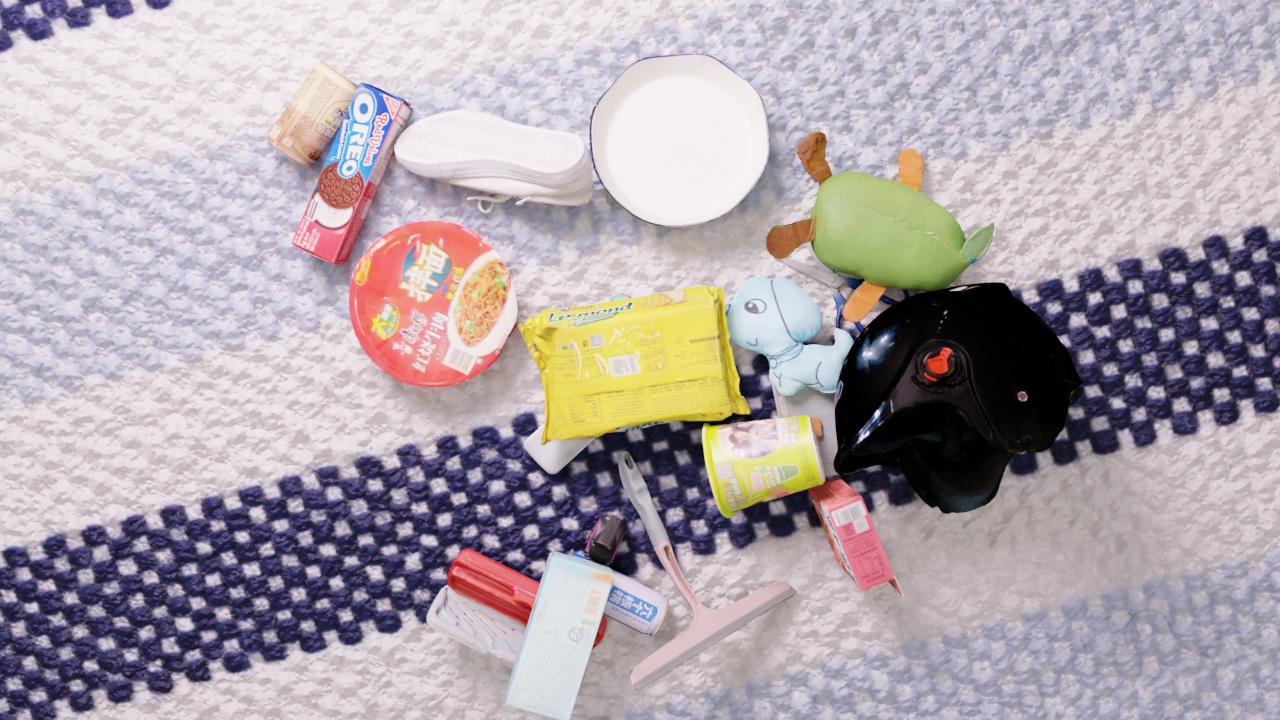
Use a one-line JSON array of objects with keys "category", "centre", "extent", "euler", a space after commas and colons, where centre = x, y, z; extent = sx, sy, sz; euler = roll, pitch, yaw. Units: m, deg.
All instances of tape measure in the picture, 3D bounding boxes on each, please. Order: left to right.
[{"category": "tape measure", "centre": [-0.043, 0.214, 1.100], "extent": [0.039, 0.058, 0.056], "euler": [24, 50, 4]}]

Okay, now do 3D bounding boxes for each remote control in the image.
[{"category": "remote control", "centre": [-0.076, 0.076, 1.109], "extent": [0.136, 0.020, 0.056], "euler": [-43, 93, 3]}]

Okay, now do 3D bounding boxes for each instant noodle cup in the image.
[{"category": "instant noodle cup", "centre": [-0.238, -0.065, 1.078], "extent": [0.194, 0.066, 0.194], "euler": [0, 93, 1]}, {"category": "instant noodle cup", "centre": [0.145, 0.114, 1.054], "extent": [0.123, 0.111, 0.111], "euler": [-13, 94, 13]}]

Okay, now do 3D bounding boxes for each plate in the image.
[{"category": "plate", "centre": [0.045, -0.251, 1.061], "extent": [0.205, 0.045, 0.204], "euler": [0, 85, 2]}]

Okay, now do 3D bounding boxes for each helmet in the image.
[{"category": "helmet", "centre": [0.330, 0.035, 1.001], "extent": [0.274, 0.234, 0.230], "euler": [-10, 64, -3]}]

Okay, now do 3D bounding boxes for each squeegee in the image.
[{"category": "squeegee", "centre": [0.031, 0.223, 1.096], "extent": [0.247, 0.040, 0.249], "euler": [-21, 76, -31]}]

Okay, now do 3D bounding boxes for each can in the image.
[{"category": "can", "centre": [-0.378, -0.285, 1.065], "extent": [0.058, 0.058, 0.116], "euler": [35, 94, -2]}, {"category": "can", "centre": [-0.035, 0.282, 1.108], "extent": [0.134, 0.053, 0.053], "euler": [27, 94, -2]}]

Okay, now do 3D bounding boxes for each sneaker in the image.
[{"category": "sneaker", "centre": [-0.165, -0.224, 1.066], "extent": [0.242, 0.091, 0.089], "euler": [11, 64, 17]}]

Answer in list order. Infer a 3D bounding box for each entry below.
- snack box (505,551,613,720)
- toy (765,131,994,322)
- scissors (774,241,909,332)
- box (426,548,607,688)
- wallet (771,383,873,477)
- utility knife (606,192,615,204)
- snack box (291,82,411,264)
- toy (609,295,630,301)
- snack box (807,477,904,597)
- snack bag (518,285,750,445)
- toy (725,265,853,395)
[{"category": "snack box", "centre": [-0.092, 0.311, 1.039], "extent": [0.074, 0.052, 0.174], "euler": [18, 82, -7]}, {"category": "toy", "centre": [0.272, -0.150, 1.057], "extent": [0.246, 0.090, 0.227], "euler": [22, 84, -5]}, {"category": "scissors", "centre": [0.245, -0.090, 1.100], "extent": [0.163, 0.012, 0.162], "euler": [-11, 93, 3]}, {"category": "box", "centre": [-0.149, 0.318, 1.088], "extent": [0.201, 0.096, 0.098], "euler": [27, 50, -2]}, {"category": "wallet", "centre": [0.216, 0.075, 1.100], "extent": [0.106, 0.037, 0.129], "euler": [-12, 94, 1]}, {"category": "utility knife", "centre": [0.043, -0.230, 1.090], "extent": [0.187, 0.013, 0.029], "euler": [-22, 96, 0]}, {"category": "snack box", "centre": [-0.335, -0.217, 1.071], "extent": [0.057, 0.058, 0.207], "euler": [25, 94, -4]}, {"category": "toy", "centre": [-0.001, -0.046, 1.097], "extent": [0.092, 0.030, 0.096], "euler": [30, 86, -7]}, {"category": "snack box", "centre": [0.248, 0.210, 1.071], "extent": [0.044, 0.113, 0.127], "euler": [-23, 94, 0]}, {"category": "snack bag", "centre": [-0.006, 0.006, 1.054], "extent": [0.246, 0.068, 0.158], "euler": [-9, 100, 0]}, {"category": "toy", "centre": [0.168, -0.035, 1.079], "extent": [0.161, 0.050, 0.156], "euler": [-5, 81, 5]}]
